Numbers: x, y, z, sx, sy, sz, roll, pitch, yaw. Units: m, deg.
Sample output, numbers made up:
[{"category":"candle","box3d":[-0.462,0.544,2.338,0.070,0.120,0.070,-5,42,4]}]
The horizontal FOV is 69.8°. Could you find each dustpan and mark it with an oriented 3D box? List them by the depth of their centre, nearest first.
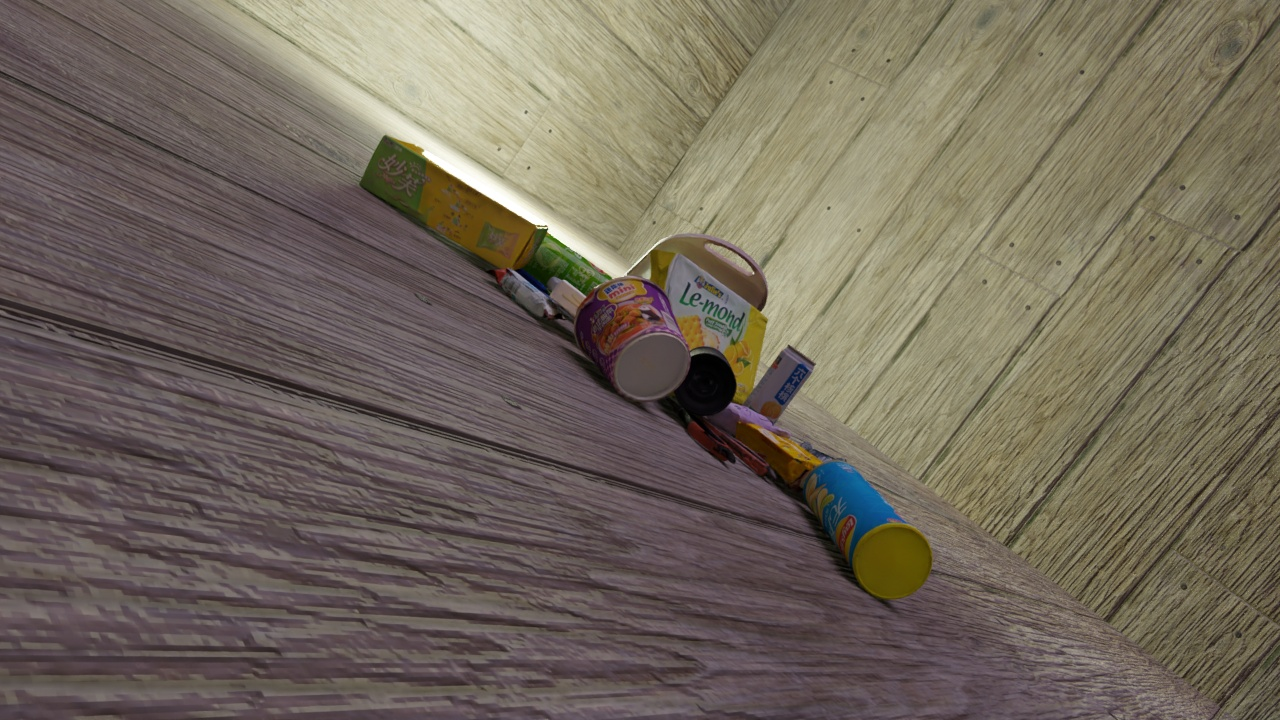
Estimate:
[{"category":"dustpan","box3d":[0.087,-0.108,1.515,0.222,0.138,0.274,31,-8,-15]}]

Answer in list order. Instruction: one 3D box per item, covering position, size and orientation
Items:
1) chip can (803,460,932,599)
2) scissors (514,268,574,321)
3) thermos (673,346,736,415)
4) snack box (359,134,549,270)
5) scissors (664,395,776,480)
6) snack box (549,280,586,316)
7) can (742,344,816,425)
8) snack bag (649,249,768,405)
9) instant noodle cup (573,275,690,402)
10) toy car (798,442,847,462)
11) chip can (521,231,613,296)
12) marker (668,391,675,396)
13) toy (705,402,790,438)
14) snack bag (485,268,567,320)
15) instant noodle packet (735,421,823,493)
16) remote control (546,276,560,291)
[{"category":"chip can","box3d":[0.219,0.160,0.913,0.071,0.071,0.210,34,7,-8]},{"category":"scissors","box3d":[-0.118,-0.079,1.176,0.173,0.012,0.162,40,7,26]},{"category":"thermos","box3d":[0.065,0.017,1.102,0.090,0.068,0.242,11,4,2]},{"category":"snack box","box3d":[-0.224,-0.192,1.141,0.210,0.070,0.157,30,7,-5]},{"category":"scissors","box3d":[0.062,0.067,1.027,0.189,0.015,0.226,32,8,-25]},{"category":"snack box","box3d":[-0.035,-0.035,1.051,0.157,0.027,0.084,38,2,-5]},{"category":"can","box3d":[0.190,0.045,1.298,0.053,0.135,0.053,34,8,-5]},{"category":"snack bag","box3d":[0.082,-0.037,1.317,0.068,0.157,0.246,-6,-28,45]},{"category":"instant noodle cup","box3d":[-0.004,-0.016,0.942,0.111,0.112,0.099,31,18,-33]},{"category":"toy car","box3d":[0.224,0.136,1.144,0.091,0.034,0.043,26,-41,43]},{"category":"chip can","box3d":[-0.127,-0.136,1.264,0.221,0.072,0.072,35,7,-1]},{"category":"marker","box3d":[-0.007,0.007,1.119,0.124,0.015,0.018,34,6,-6]},{"category":"toy","box3d":[0.127,0.076,1.152,0.108,0.039,0.084,27,-12,-34]},{"category":"snack bag","box3d":[-0.126,-0.073,1.027,0.104,0.026,0.048,39,10,16]},{"category":"instant noodle packet","box3d":[0.176,0.120,1.085,0.110,0.044,0.128,30,4,-37]},{"category":"remote control","box3d":[-0.066,-0.059,1.183,0.136,0.020,0.056,42,6,23]}]
